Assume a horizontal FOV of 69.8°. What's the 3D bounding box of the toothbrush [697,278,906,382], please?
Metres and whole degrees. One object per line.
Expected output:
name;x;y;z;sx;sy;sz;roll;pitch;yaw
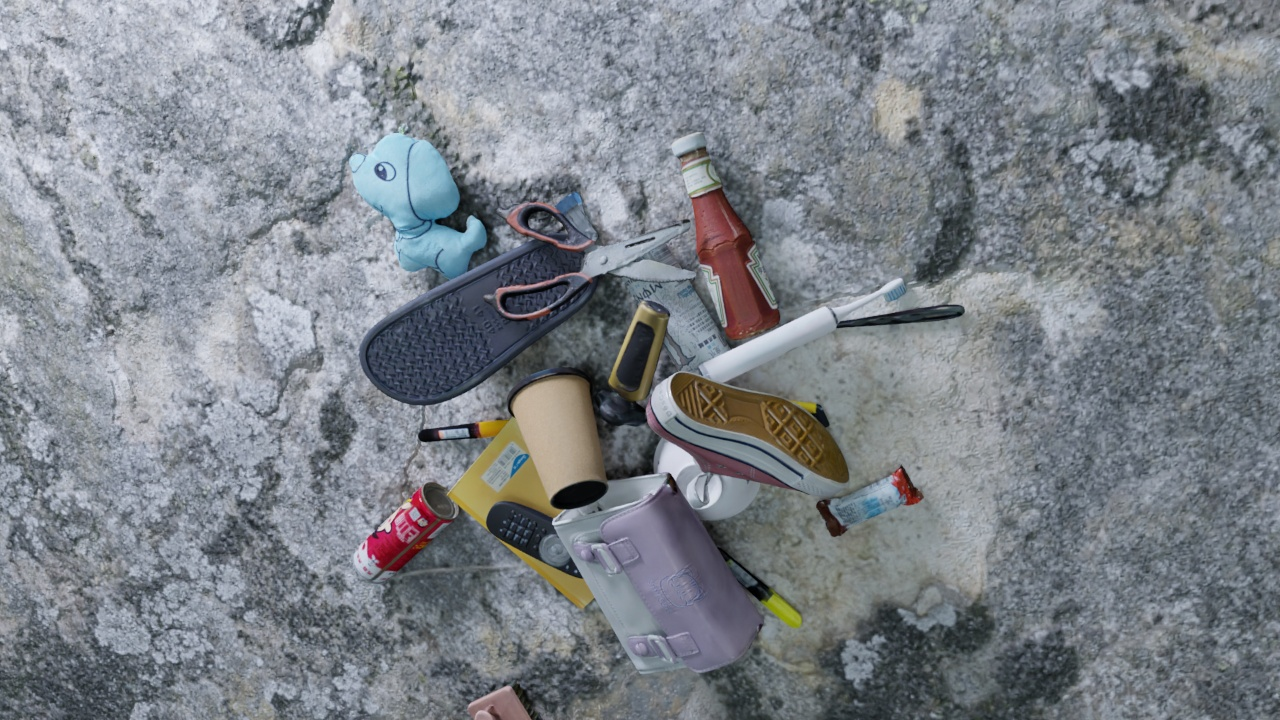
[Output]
toothbrush;0.160;-0.030;0.901;0.221;0.026;0.026;-25;110;-2

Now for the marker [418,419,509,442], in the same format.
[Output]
marker;-0.196;0.080;1.041;0.124;0.015;0.018;-7;104;16

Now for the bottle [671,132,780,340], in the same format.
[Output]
bottle;0.081;-0.124;0.912;0.060;0.059;0.206;-18;96;16

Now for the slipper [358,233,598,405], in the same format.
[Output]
slipper;-0.167;-0.043;0.983;0.268;0.083;0.110;-30;97;-1

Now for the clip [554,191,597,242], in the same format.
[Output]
clip;-0.065;-0.146;0.961;0.027;0.044;0.058;-29;103;11

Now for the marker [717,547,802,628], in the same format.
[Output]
marker;0.126;0.246;1.000;0.124;0.015;0.018;40;106;6

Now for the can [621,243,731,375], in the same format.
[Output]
can;0.037;-0.047;0.937;0.058;0.058;0.146;-30;93;17

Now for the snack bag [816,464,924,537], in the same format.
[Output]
snack bag;0.236;0.147;0.946;0.105;0.026;0.045;-27;103;18

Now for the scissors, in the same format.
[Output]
scissors;-0.059;-0.100;0.912;0.224;0.015;0.189;38;96;14

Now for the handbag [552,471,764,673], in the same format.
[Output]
handbag;0.017;0.221;0.948;0.145;0.098;0.197;-21;104;37

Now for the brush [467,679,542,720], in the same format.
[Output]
brush;-0.142;0.454;1.075;0.063;0.073;0.145;-29;95;16

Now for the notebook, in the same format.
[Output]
notebook;-0.098;0.169;1.029;0.206;0.010;0.146;40;108;-2

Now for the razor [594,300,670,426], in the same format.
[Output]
razor;-0.006;0.005;0.930;0.062;0.067;0.168;29;135;10

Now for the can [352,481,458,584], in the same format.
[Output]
can;-0.273;0.201;1.064;0.133;0.053;0.053;-42;90;18

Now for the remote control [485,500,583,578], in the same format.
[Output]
remote control;-0.106;0.197;1.019;0.136;0.024;0.053;27;108;1

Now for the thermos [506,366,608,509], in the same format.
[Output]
thermos;-0.081;0.076;0.944;0.093;0.093;0.143;-31;58;17

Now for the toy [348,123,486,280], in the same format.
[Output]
toy;-0.239;-0.170;0.983;0.161;0.049;0.156;12;106;6

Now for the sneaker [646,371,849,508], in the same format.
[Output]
sneaker;0.097;0.085;0.895;0.240;0.118;0.088;21;135;-29

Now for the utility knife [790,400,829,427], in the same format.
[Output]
utility knife;0.109;0.052;0.962;0.177;0.015;0.033;7;103;12

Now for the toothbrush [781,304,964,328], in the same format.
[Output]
toothbrush;0.229;-0.039;0.916;0.181;0.018;0.015;-7;97;13

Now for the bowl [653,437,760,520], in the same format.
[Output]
bowl;0.065;0.123;0.962;0.118;0.064;0.118;3;102;13
